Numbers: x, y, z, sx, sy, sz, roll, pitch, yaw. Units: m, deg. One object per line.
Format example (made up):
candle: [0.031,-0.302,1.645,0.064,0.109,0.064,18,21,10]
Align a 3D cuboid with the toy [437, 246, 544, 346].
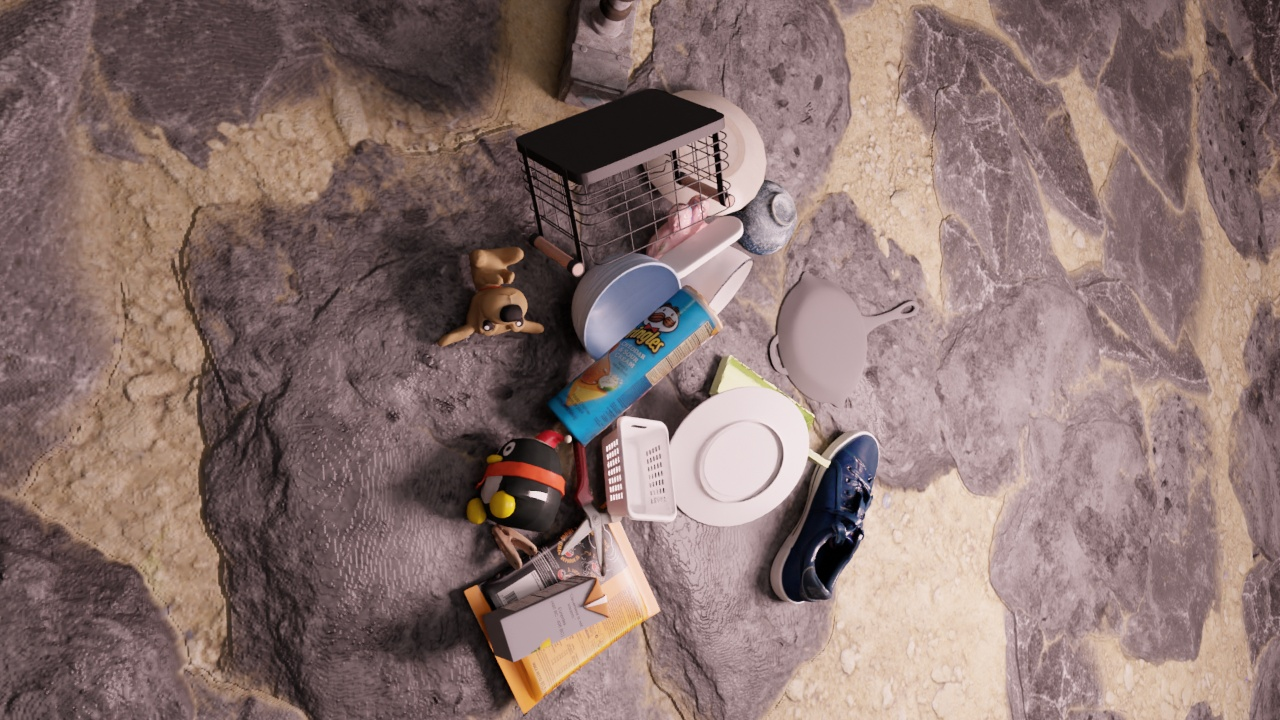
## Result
toy: [-0.171,-0.076,1.064,0.134,0.106,0.108,-9,101,-31]

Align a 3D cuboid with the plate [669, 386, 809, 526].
plate: [0.133,0.134,1.229,0.208,0.015,0.209,-6,113,-16]

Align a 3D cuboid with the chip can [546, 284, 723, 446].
chip can: [-0.007,0.007,1.128,0.229,0.080,0.080,-40,108,-7]

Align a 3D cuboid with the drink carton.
drink carton: [-0.106,0.288,1.035,0.124,0.076,0.048,-17,90,-30]

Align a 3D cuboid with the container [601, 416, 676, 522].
container: [-0.005,0.140,1.147,0.080,0.050,0.129,11,64,-39]

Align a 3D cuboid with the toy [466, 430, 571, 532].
toy: [-0.135,0.137,1.063,0.099,0.098,0.119,24,62,-30]

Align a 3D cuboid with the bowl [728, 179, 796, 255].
bowl: [0.192,-0.216,1.349,0.114,0.061,0.114,5,81,-35]

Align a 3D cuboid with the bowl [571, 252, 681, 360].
bowl: [-0.029,-0.076,1.152,0.150,0.075,0.151,-27,140,-25]

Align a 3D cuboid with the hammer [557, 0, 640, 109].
hammer: [-0.019,-0.433,1.070,0.079,0.327,0.176,10,78,-16]

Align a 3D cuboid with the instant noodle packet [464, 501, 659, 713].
instant noodle packet: [-0.087,0.293,1.111,0.220,0.032,0.160,-28,98,-34]

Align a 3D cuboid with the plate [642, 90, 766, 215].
plate: [0.092,-0.293,1.272,0.188,0.027,0.188,4,76,-16]

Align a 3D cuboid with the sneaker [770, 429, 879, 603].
sneaker: [0.299,0.221,1.333,0.120,0.127,0.293,45,60,-23]

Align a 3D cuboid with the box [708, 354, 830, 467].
box: [0.181,0.082,1.307,0.188,0.064,0.130,33,25,-29]

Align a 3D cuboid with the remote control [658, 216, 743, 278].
remote control: [0.078,-0.147,1.198,0.136,0.043,0.013,-36,142,-18]

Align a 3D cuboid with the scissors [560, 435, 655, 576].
scissors: [-0.040,0.167,1.152,0.179,0.015,0.198,0,72,-42]

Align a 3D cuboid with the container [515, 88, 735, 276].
container: [-0.017,-0.220,1.108,0.240,0.163,0.130,-27,129,-23]

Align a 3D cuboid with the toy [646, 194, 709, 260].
toy: [0.056,-0.173,1.230,0.108,0.105,0.053,-26,61,-36]

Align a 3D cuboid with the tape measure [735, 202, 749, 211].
tape measure: [0.123,-0.246,1.306,0.067,0.038,0.062,4,70,-6]

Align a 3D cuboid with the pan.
pan: [0.338,-0.048,1.451,0.353,0.024,0.216,-18,95,-35]

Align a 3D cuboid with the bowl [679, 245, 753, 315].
bowl: [0.092,-0.109,1.241,0.065,0.117,0.116,39,59,12]

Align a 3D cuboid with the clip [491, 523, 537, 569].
clip: [-0.154,0.219,1.070,0.061,0.024,0.041,33,50,4]
